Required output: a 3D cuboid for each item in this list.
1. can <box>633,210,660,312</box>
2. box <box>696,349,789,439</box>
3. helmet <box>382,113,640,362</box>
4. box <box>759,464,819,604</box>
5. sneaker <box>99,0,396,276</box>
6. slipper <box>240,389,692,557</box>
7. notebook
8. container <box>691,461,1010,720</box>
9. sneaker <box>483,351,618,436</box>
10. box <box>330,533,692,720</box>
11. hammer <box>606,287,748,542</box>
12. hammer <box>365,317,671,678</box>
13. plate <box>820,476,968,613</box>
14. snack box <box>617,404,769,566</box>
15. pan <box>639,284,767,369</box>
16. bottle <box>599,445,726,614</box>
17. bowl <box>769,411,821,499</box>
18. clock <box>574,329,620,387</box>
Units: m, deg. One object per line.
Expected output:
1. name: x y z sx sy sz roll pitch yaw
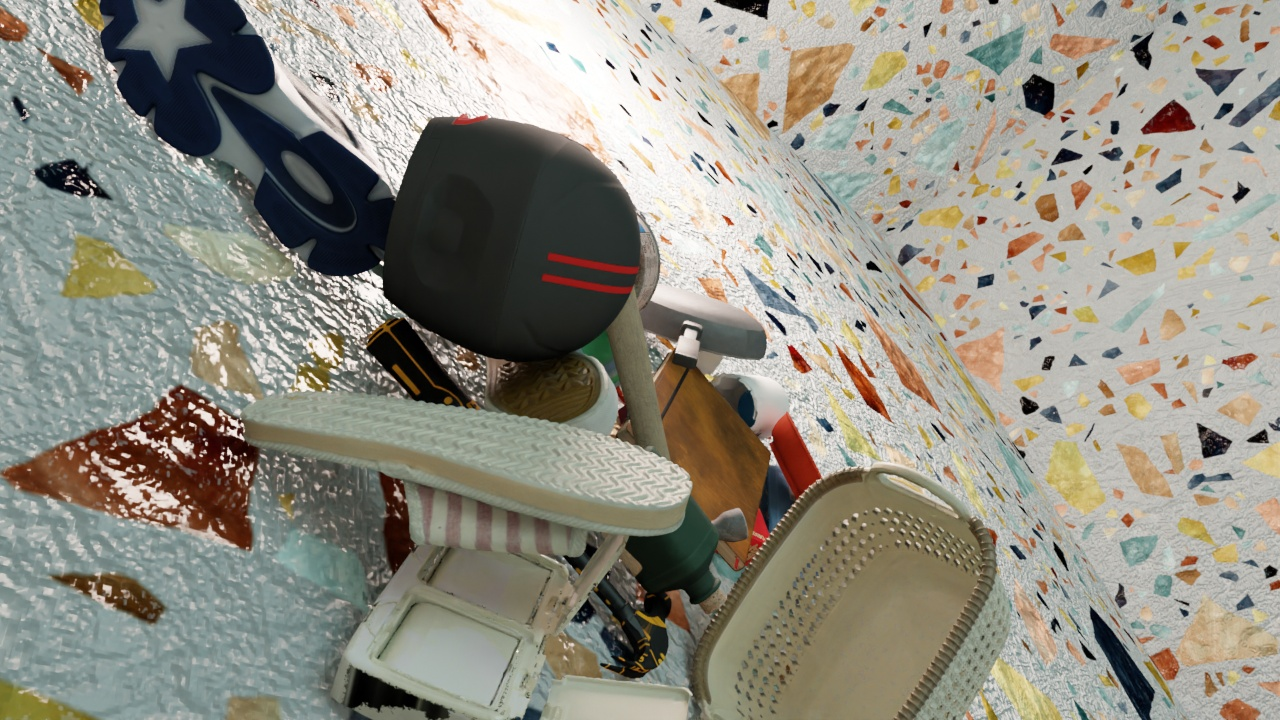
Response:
1. can: -0.048 -0.096 0.915 0.130 0.130 0.044 54 23 7
2. box: 0.100 0.041 1.058 0.162 0.085 0.112 3 60 -59
3. helmet: -0.085 -0.084 0.658 0.170 0.164 0.264 15 9 -8
4. box: 0.155 0.189 1.010 0.066 0.049 0.209 28 24 -5
5. sneaker: -0.277 -0.182 0.696 0.269 0.103 0.132 47 8 -9
6. slipper: -0.102 0.064 0.517 0.263 0.052 0.114 11 14 13
7. notebook: 0.054 0.081 0.889 0.178 0.014 0.248 49 23 -6
8. container: 0.169 0.216 0.711 0.185 0.246 0.143 26 -16 50
9. sneaker: -0.070 0.036 0.697 0.235 0.087 0.079 -137 -156 -68
10. box: -0.062 0.139 0.510 0.145 0.186 0.095 -71 162 -66
11. hammer: -0.004 0.004 0.759 0.031 0.119 0.331 169 -91 -79
12. hammer: -0.087 0.099 0.671 0.320 0.036 0.123 50 17 -4
13. plate: 0.227 0.224 0.859 0.021 0.230 0.229 1 47 -22
14. snack box: 0.054 0.117 0.904 0.152 0.036 0.132 31 29 -38
15. pan: 0.054 -0.034 0.955 0.178 0.041 0.356 17 11 2
16. bottle: 0.019 0.137 0.705 0.131 0.061 0.061 53 34 -2
17. bowl: 0.176 0.118 1.022 0.122 0.035 0.122 61 8 -15
18. clock: -0.060 -0.051 0.832 0.161 0.075 0.122 56 -13 8
